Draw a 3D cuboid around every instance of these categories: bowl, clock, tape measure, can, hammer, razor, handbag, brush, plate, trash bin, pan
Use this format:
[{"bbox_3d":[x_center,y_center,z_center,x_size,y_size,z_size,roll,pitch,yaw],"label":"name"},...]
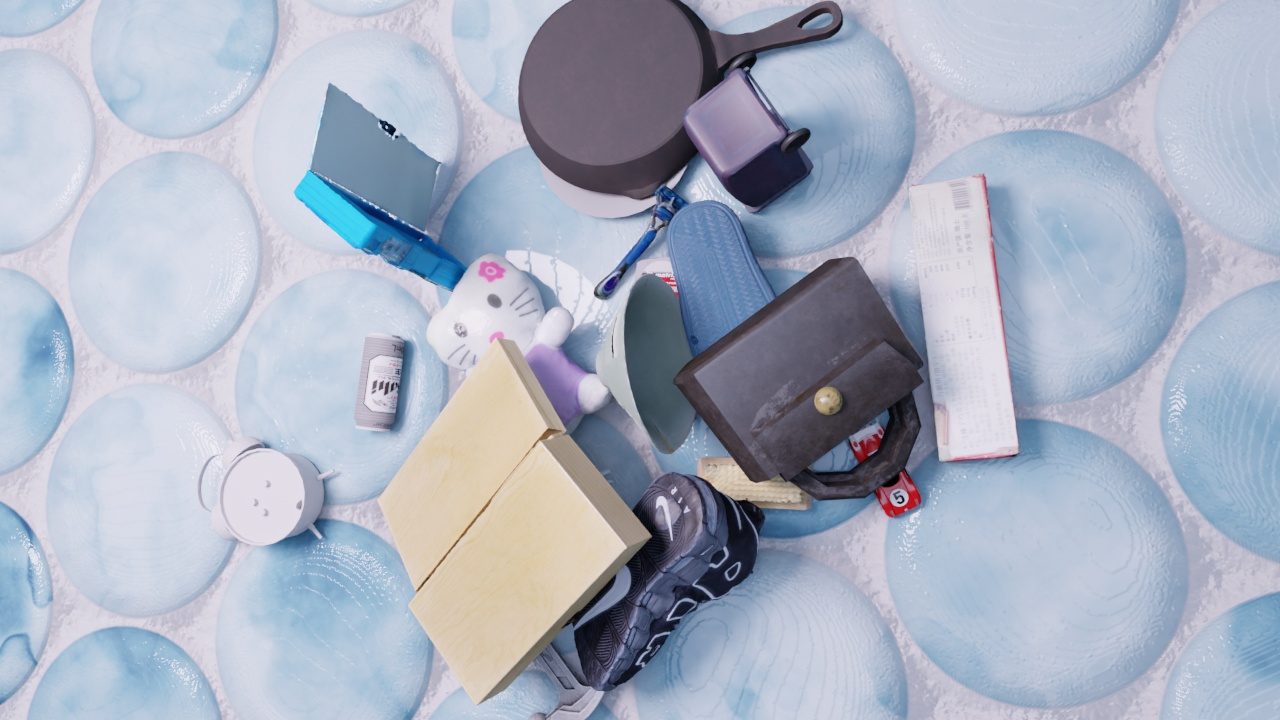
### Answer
[{"bbox_3d":[-0.005,0.005,0.903,0.068,0.174,0.174,-6,83,26],"label":"bowl"},{"bbox_3d":[-0.431,0.149,1.030,0.159,0.061,0.120,9,87,12],"label":"clock"},{"bbox_3d":[0.024,-0.078,0.971,0.060,0.020,0.062,2,86,7],"label":"tape measure"},{"bbox_3d":[-0.290,0.024,1.019,0.044,0.044,0.106,6,86,13],"label":"can"},{"bbox_3d":[-0.150,0.244,0.975,0.126,0.036,0.315,-41,77,3],"label":"hammer"},{"bbox_3d":[-0.002,-0.119,0.976,0.141,0.044,0.018,-52,35,9],"label":"razor"},{"bbox_3d":[0.168,0.038,0.858,0.197,0.102,0.199,-37,95,1],"label":"handbag"},{"bbox_3d":[0.114,0.123,0.923,0.117,0.039,0.049,2,84,8],"label":"brush"},{"bbox_3d":[-0.026,-0.238,0.998,0.173,0.019,0.172,-1,84,12],"label":"plate"},{"bbox_3d":[0.110,-0.211,0.892,0.092,0.160,0.093,-35,79,13],"label":"trash bin"},{"bbox_3d":[0.034,-0.311,0.958,0.356,0.043,0.248,-15,82,11],"label":"pan"}]

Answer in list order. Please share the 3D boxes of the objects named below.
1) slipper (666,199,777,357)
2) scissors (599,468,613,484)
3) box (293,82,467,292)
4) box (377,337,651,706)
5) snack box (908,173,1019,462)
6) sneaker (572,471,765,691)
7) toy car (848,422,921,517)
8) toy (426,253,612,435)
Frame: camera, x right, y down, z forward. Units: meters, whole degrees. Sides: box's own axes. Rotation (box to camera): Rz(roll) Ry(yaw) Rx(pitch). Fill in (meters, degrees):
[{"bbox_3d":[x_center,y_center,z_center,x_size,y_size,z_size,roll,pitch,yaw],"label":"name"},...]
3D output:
[{"bbox_3d":[0.088,-0.059,0.936,0.104,0.059,0.214,-22,95,12],"label":"slipper"},{"bbox_3d":[-0.086,0.148,0.982,0.134,0.016,0.073,-15,77,6],"label":"scissors"},{"bbox_3d":[-0.258,-0.154,0.926,0.075,0.243,0.166,-21,80,9],"label":"box"},{"bbox_3d":[-0.141,0.153,0.881,0.248,0.076,0.257,-50,56,24],"label":"box"},{"bbox_3d":[0.315,-0.040,0.894,0.077,0.044,0.272,-7,83,17],"label":"snack box"},{"bbox_3d":[0.037,0.217,0.897,0.253,0.150,0.097,-60,41,23],"label":"sneaker"},{"bbox_3d":[0.240,0.108,0.904,0.038,0.025,0.089,-28,80,8],"label":"toy car"},{"bbox_3d":[-0.126,-0.008,0.966,0.138,0.085,0.209,-42,79,3],"label":"toy"}]
